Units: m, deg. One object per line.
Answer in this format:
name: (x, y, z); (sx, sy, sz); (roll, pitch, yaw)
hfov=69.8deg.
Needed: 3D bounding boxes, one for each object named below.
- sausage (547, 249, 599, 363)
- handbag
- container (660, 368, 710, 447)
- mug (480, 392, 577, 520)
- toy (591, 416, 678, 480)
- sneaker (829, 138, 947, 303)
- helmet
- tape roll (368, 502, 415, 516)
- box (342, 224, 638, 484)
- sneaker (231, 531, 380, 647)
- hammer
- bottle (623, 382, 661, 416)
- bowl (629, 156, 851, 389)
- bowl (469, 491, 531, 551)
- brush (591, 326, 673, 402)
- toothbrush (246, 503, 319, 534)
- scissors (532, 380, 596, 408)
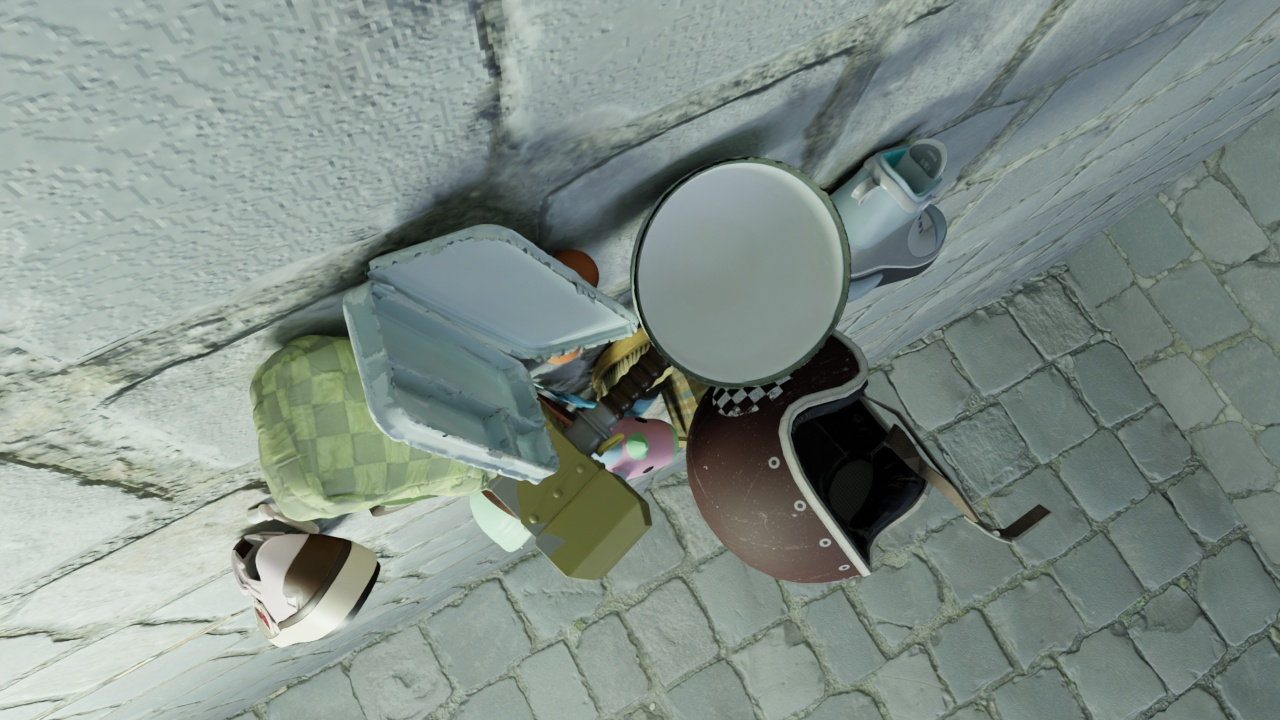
sausage: (-0.059, -0.035, 0.672); (0.044, 0.039, 0.164); (-1, 163, -9)
handbag: (-0.179, 0.044, 0.588); (0.117, 0.113, 0.186); (-20, 171, 25)
container: (0.119, 0.067, 1.110); (0.157, 0.186, 0.250); (-28, 178, -7)
mug: (-0.120, 0.090, 0.928); (0.111, 0.117, 0.081); (-55, -174, 1)
toy: (-0.054, 0.111, 1.114); (0.223, 0.120, 0.170); (-11, 175, 31)
sneaker: (0.250, -0.147, 0.865); (0.255, 0.093, 0.161); (-21, 158, -42)
helmet: (0.174, 0.090, 0.857); (0.253, 0.233, 0.233); (-37, 127, 3)
tape roll: (-0.242, 0.127, 0.957); (0.093, 0.030, 0.094); (-28, 169, -6)
box: (-0.082, 0.009, 0.552); (0.130, 0.105, 0.210); (-18, 162, 19)
sneaker: (-0.370, 0.220, 0.933); (0.295, 0.116, 0.111); (-20, -142, 57)
hammer: (0.000, 0.014, 0.810); (0.324, 0.190, 0.101); (-47, 169, -3)
bottle: (-0.005, 0.048, 1.173); (0.040, 0.040, 0.130); (-25, 168, -23)
bowl: (0.061, -0.062, 0.635); (0.153, 0.153, 0.073); (-28, -162, -8)
bowl: (-0.144, 0.131, 1.031); (0.151, 0.077, 0.150); (-53, -162, 24)
brush: (-0.006, 0.006, 0.939); (0.059, 0.043, 0.196); (-5, 164, -25)
toothbrush: (-0.340, 0.156, 0.885); (0.018, 0.015, 0.181); (-21, 167, -9)
scissors: (-0.084, 0.036, 0.955); (0.136, 0.055, 0.015); (22, 84, -68)
